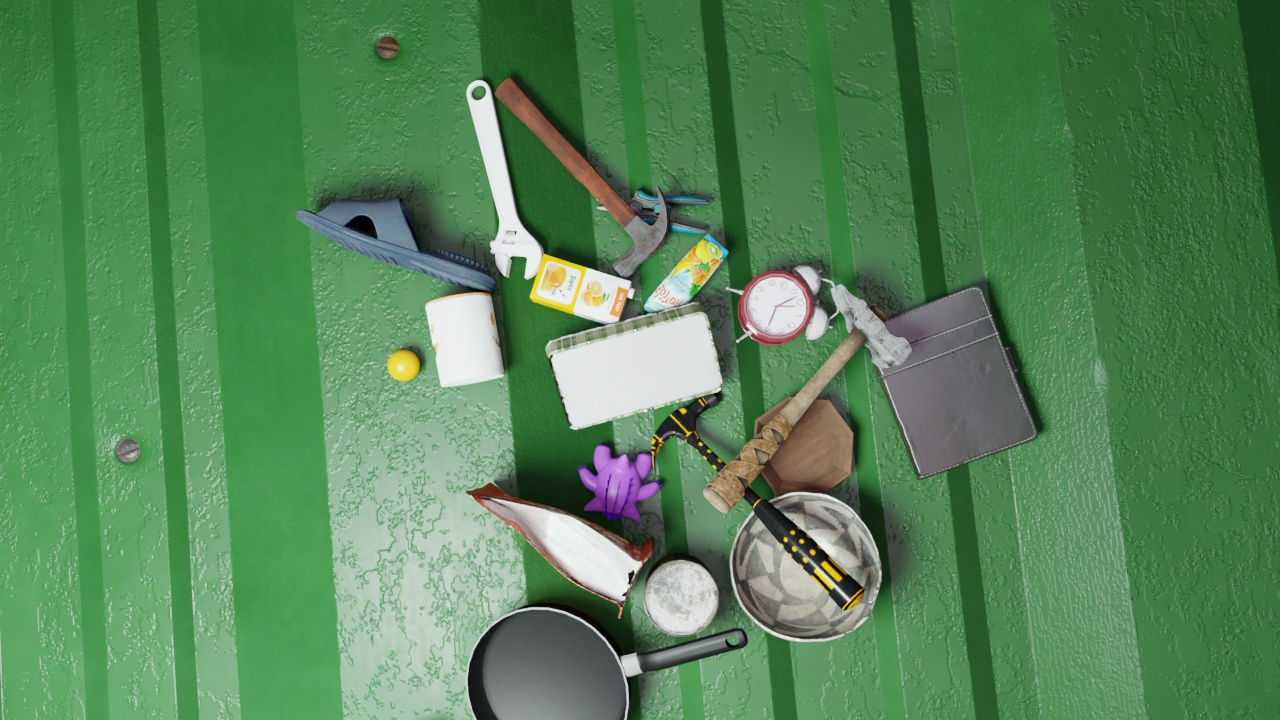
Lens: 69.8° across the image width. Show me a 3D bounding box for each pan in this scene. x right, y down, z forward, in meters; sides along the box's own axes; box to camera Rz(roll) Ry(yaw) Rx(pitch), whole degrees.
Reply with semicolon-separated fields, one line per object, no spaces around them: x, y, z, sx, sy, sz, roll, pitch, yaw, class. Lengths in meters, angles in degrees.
-0.040;0.368;1.093;0.356;0.044;0.204;-20;90;14;pan

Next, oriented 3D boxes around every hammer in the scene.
0.139;0.175;1.101;0.123;0.036;0.320;-41;65;-8;hammer
0.190;0.052;1.103;0.121;0.049;0.318;43;79;-4;hammer
-0.079;-0.250;1.181;0.111;0.028;0.300;-44;82;10;hammer

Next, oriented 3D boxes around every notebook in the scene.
0.392;0.027;1.163;0.169;0.029;0.209;-20;89;1;notebook

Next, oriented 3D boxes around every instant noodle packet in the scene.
-0.099;0.206;1.089;0.221;0.164;0.084;27;88;3;instant noodle packet

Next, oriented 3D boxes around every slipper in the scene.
-0.299;-0.161;1.151;0.263;0.101;0.082;20;87;-1;slipper

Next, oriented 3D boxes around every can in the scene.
0.049;0.286;1.125;0.090;0.074;0.090;0;84;1;can

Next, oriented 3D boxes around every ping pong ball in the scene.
-0.301;0.006;1.167;0.040;0.040;0.040;0;86;1;ping pong ball

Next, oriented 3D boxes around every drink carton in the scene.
-0.072;-0.087;1.170;0.122;0.040;0.058;18;86;2;drink carton
0.058;-0.101;1.171;0.044;0.038;0.129;41;88;3;drink carton

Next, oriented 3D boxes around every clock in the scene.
0.181;-0.069;1.162;0.137;0.048;0.096;-10;86;1;clock

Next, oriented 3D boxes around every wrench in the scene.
-0.183;-0.235;1.192;0.066;0.018;0.273;-15;84;9;wrench

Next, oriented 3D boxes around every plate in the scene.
0.204;0.110;1.160;0.131;0.025;0.131;0;86;1;plate

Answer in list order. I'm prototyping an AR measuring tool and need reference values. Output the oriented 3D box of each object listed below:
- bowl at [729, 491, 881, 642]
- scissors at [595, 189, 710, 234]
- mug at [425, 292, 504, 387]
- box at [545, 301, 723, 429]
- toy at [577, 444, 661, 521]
0.199;0.255;1.117;0.178;0.081;0.178;-3;67;7;bowl
0.022;-0.197;1.188;0.144;0.019;0.126;-33;87;4;scissors
-0.219;-0.026;1.147;0.082;0.082;0.105;-11;86;0;mug
-0.007;0.007;1.142;0.205;0.050;0.118;-16;113;1;box
-0.027;0.154;1.144;0.106;0.056;0.088;11;86;-2;toy
